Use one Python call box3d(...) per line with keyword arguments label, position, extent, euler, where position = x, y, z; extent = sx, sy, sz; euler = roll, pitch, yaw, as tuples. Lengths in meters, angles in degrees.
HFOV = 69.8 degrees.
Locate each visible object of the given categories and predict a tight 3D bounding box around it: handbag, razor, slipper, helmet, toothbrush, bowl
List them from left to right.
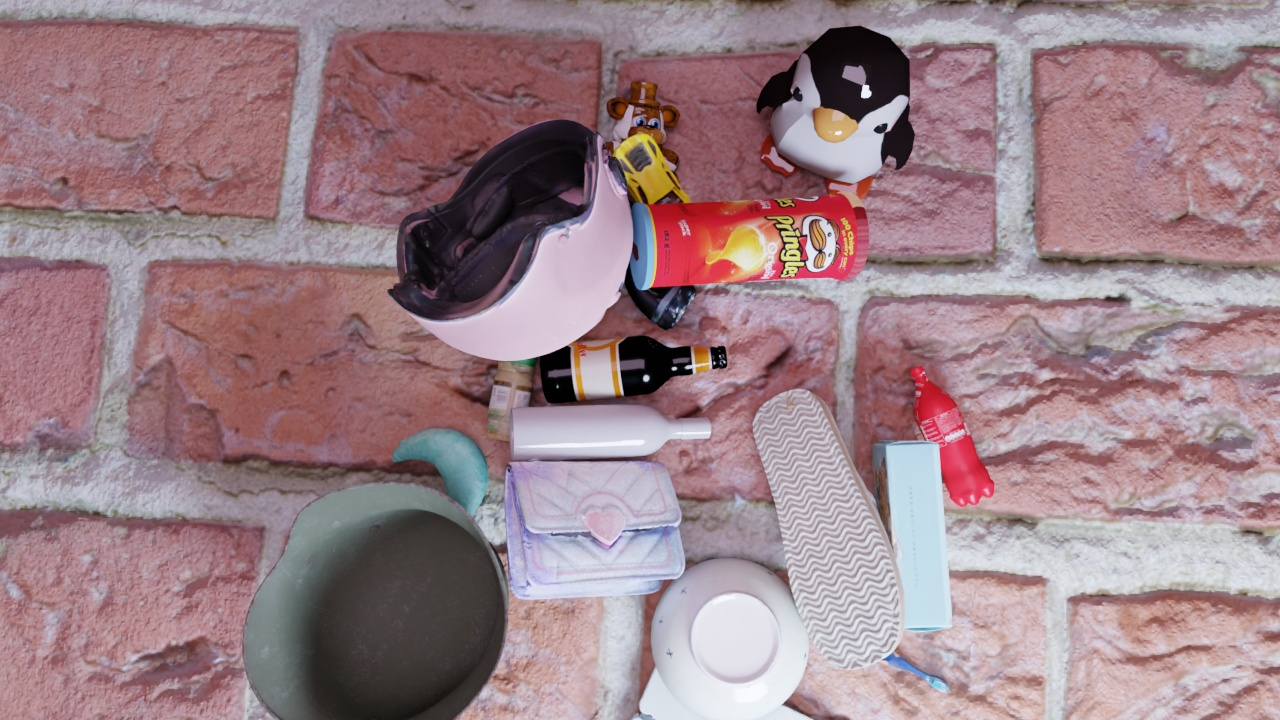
box3d(label="helmet", position=(-0.227, 0.234, 0.854), extent=(0.268, 0.154, 0.227), euler=(-27, 78, 6))
box3d(label="helmet", position=(-0.101, -0.106, 0.858), extent=(0.230, 0.152, 0.254), euler=(-26, 41, 21))
box3d(label="handbag", position=(-0.044, 0.152, 0.857), extent=(0.158, 0.069, 0.126), euler=(3, 63, -22))
box3d(label="razor", position=(0.010, -0.100, 0.922), extent=(0.063, 0.053, 0.140), euler=(-20, 82, -11))
box3d(label="bowl", position=(0.086, 0.260, 0.859), extent=(0.153, 0.073, 0.153), euler=(-1, 74, 2))
box3d(label="slipper", position=(0.176, 0.154, 0.868), extent=(0.115, 0.052, 0.262), euler=(-29, 64, 31))
box3d(label="toothbrush", position=(0.238, 0.286, 0.888), extent=(0.135, 0.017, 0.021), euler=(28, 85, 6))

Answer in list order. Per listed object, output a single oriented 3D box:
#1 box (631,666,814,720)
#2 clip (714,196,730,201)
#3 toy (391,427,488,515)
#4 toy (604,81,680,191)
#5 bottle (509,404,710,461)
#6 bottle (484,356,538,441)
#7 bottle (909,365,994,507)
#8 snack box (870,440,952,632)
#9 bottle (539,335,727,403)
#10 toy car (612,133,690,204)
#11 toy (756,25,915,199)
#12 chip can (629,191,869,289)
box3d(label="box", position=(0.085, 0.377, 0.880), extent=(0.197, 0.044, 0.136), euler=(24, 87, 9))
box3d(label="clip", position=(0.070, -0.144, 0.939), extent=(0.026, 0.049, 0.061), euler=(42, 130, 5))
box3d(label="toy", position=(-0.196, 0.112, 0.928), extent=(0.085, 0.033, 0.105), euler=(-36, 84, 11))
box3d(label="toy", position=(0.001, -0.223, 0.928), extent=(0.087, 0.067, 0.112), euler=(3, 98, -19))
box3d(label="bottle", position=(-0.028, 0.069, 0.897), extent=(0.195, 0.052, 0.052), euler=(-1, 84, -12))
box3d(label="bottle", position=(-0.128, 0.026, 0.925), extent=(0.043, 0.043, 0.111), euler=(10, 86, 5))
box3d(label="bottle", position=(0.297, 0.072, 0.891), extent=(0.042, 0.042, 0.141), euler=(-23, 84, 1))
box3d(label="snack box", position=(0.255, 0.162, 0.870), extent=(0.053, 0.075, 0.174), euler=(-2, 85, 4))
box3d(label="bottle", position=(-0.005, 0.005, 0.909), extent=(0.182, 0.059, 0.059), euler=(-6, 84, 3))
box3d(label="toy car", position=(0.013, -0.169, 0.888), extent=(0.049, 0.030, 0.107), euler=(-39, 114, -7))
box3d(label="toy", position=(0.195, -0.252, 0.856), extent=(0.159, 0.184, 0.140), euler=(24, 86, 6))
box3d(label="chip can", position=(0.101, -0.114, 0.873), extent=(0.213, 0.087, 0.087), euler=(-4, 84, -12))
